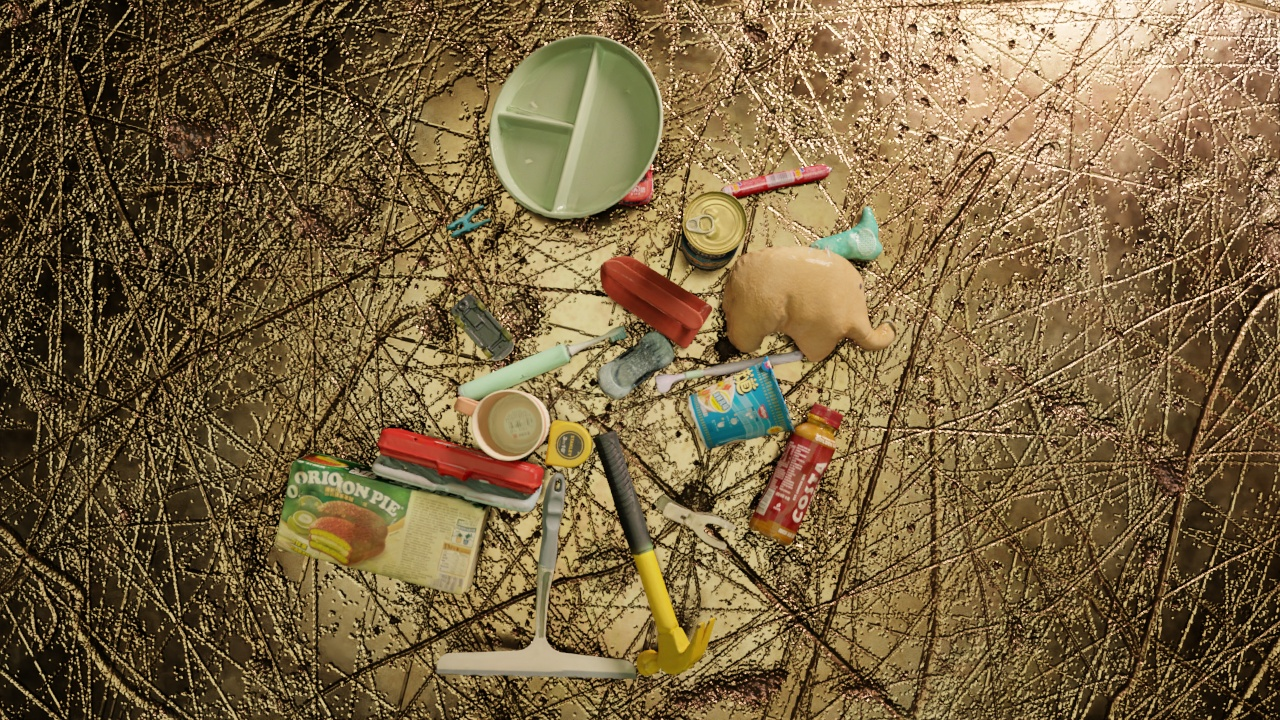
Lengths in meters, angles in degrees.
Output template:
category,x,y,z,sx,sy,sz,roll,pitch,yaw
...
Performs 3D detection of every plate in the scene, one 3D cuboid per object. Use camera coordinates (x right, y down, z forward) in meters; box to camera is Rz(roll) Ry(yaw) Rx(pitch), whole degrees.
category,x,y,z,sx,sy,sz,roll,pitch,yaw
plate,-0.080,-0.286,1.134,0.230,0.027,0.230,-1,86,17

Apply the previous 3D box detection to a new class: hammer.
category,x,y,z,sx,sy,sz,roll,pitch,yaw
hammer,0.003,0.232,1.117,0.129,0.032,0.300,-28,76,42

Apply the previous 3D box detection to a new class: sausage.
category,x,y,z,sx,sy,sz,roll,pitch,yaw
sausage,0.169,-0.227,1.162,0.156,0.020,0.020,-12,88,0

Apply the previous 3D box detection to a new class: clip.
category,x,y,z,sx,sy,sz,roll,pitch,yaw
clip,-0.219,-0.175,1.165,0.056,0.014,0.041,-27,87,-2
clip,0.067,0.199,1.139,0.098,0.064,0.034,25,89,-6

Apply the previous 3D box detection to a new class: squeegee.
category,x,y,z,sx,sy,sz,roll,pitch,yaw
squeegee,-0.116,0.262,1.134,0.246,0.039,0.246,7,82,-17

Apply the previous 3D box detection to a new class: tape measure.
category,x,y,z,sx,sy,sz,roll,pitch,yaw
tape measure,-0.089,0.106,1.145,0.057,0.029,0.060,9,88,2

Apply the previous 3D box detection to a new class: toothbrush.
category,x,y,z,sx,sy,sz,roll,pitch,yaw
toothbrush,-0.123,0.002,1.151,0.224,0.026,0.027,-23,125,-1
toothbrush,0.112,0.012,1.153,0.189,0.021,0.029,-11,55,-1

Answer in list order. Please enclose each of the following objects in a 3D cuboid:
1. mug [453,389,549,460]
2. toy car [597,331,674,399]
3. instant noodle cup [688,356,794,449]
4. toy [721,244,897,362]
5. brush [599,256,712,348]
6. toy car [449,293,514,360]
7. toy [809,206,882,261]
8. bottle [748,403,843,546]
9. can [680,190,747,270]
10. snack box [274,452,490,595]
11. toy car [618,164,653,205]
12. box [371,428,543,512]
category,x,y,z,sx,sy,sz,roll,pitch,yaw
mug,-0.167,0.072,1.108,0.114,0.106,0.081,20,87,1
toy car,-0.007,0.007,1.148,0.105,0.031,0.049,-37,87,0
instant noodle cup,0.120,0.058,1.119,0.110,0.099,0.099,-20,88,8
toy,0.214,-0.070,1.128,0.226,0.082,0.143,8,109,-1
brush,0.013,-0.079,1.132,0.146,0.069,0.063,33,87,1
toy car,-0.195,-0.040,1.148,0.042,0.035,0.090,-42,88,0
toy,0.259,-0.136,1.155,0.092,0.030,0.096,-16,95,4
bottle,0.194,0.138,1.127,0.057,0.057,0.175,26,88,1
can,0.087,-0.155,1.114,0.075,0.111,0.075,0,86,1
snack box,-0.311,0.197,1.118,0.240,0.063,0.114,13,95,1
toy car,-0.011,-0.255,1.152,0.053,0.045,0.120,-4,90,1
box,-0.220,0.138,1.117,0.201,0.090,0.068,14,87,1
